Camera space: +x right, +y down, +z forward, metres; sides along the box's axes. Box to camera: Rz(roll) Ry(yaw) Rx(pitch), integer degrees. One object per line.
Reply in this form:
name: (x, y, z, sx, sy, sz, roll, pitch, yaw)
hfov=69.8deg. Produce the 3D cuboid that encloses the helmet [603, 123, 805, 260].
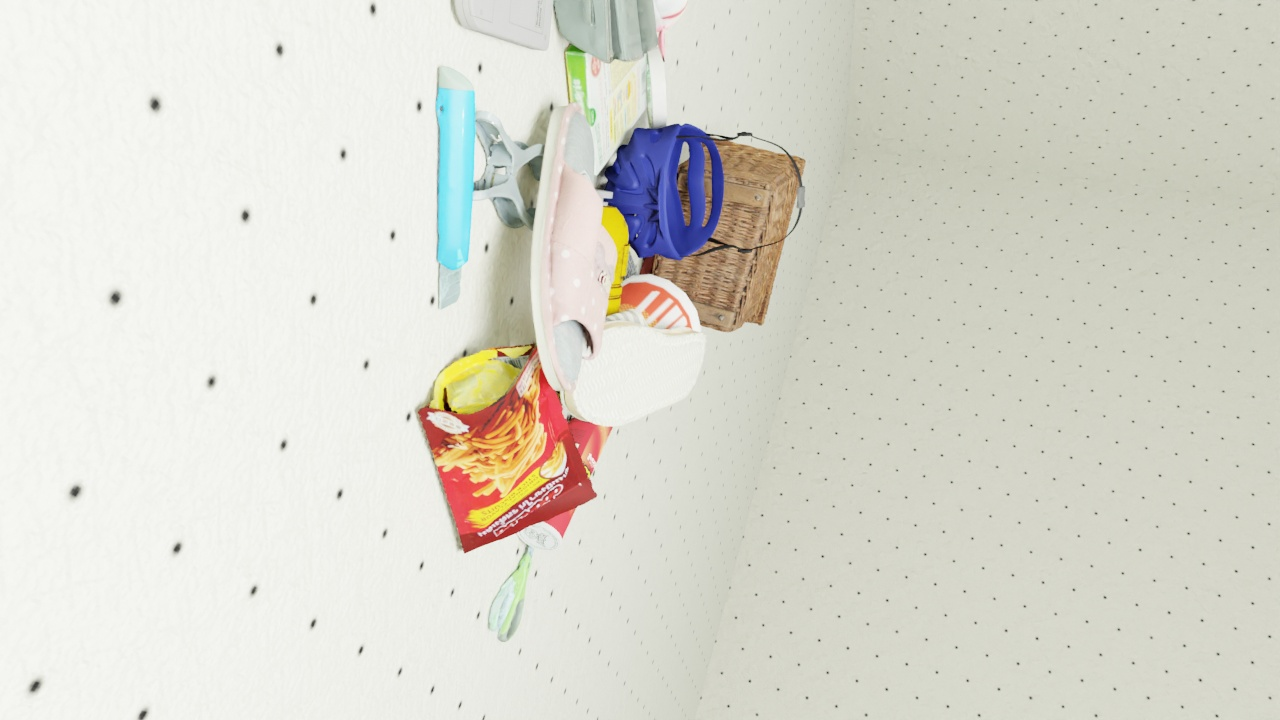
helmet: (0.071, -0.187, 1.017, 0.241, 0.228, 0.148, -52, 142, -67)

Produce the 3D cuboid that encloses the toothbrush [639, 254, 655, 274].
toothbrush: (0.028, -0.183, 1.270, 0.016, 0.016, 0.189, 76, 29, -66)

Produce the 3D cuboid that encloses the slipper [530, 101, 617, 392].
slipper: (-0.053, -0.104, 0.800, 0.114, 0.054, 0.274, 61, 28, -67)

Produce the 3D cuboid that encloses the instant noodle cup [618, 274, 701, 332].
instant noodle cup: (-0.011, -0.020, 1.073, 0.120, 0.123, 0.124, -46, 145, -50)

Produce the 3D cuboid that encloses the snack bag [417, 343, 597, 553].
snack bag: (-0.118, 0.083, 0.813, 0.138, 0.066, 0.208, -29, 139, -20)

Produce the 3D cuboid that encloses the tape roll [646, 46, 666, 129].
tape roll: (0.017, -0.314, 1.066, 0.094, 0.018, 0.094, 171, -87, -87)

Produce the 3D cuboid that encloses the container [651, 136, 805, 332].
container: (0.107, -0.160, 1.240, 0.182, 0.162, 0.250, -49, 153, -68)

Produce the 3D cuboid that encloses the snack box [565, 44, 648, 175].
snack box: (-0.031, -0.293, 0.959, 0.167, 0.027, 0.132, -63, 158, -44)

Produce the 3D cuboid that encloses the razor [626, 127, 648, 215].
razor: (-0.001, -0.215, 1.131, 0.043, 0.022, 0.144, 61, 43, -65)

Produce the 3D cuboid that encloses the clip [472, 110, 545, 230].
clip: (-0.111, -0.137, 0.786, 0.163, 0.028, 0.115, 13, 86, -74)

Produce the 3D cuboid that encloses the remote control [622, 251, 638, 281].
remote control: (-0.014, -0.107, 1.176, 0.137, 0.013, 0.033, 71, 34, -62)

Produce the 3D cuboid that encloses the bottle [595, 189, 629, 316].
bottle: (-0.050, -0.094, 0.953, 0.071, 0.071, 0.164, -31, 130, -70)

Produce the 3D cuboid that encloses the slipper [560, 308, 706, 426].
slipper: (-0.006, 0.005, 0.947, 0.272, 0.054, 0.114, -2, 104, -61)

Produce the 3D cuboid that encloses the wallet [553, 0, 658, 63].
wallet: (-0.037, -0.328, 0.782, 0.054, 0.100, 0.132, -42, 146, -28)

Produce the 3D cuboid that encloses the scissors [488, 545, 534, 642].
scissors: (-0.127, 0.230, 1.027, 0.093, 0.032, 0.174, 78, 31, -48)

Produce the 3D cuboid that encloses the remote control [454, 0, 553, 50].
remote control: (-0.104, -0.289, 0.716, 0.150, 0.019, 0.074, -34, 133, -70)

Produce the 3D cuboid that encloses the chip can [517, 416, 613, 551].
chip can: (-0.076, 0.114, 1.048, 0.052, 0.052, 0.214, 85, 22, -46)

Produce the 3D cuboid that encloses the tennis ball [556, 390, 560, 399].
tennis ball: (-0.107, 0.034, 0.854, 0.065, 0.065, 0.065, 12, 89, -74)

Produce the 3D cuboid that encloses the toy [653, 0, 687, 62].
toy: (-0.007, -0.392, 0.846, 0.213, 0.084, 0.141, 56, 12, -64)

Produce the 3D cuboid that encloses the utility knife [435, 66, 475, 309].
utility knife: (-0.143, -0.126, 0.697, 0.015, 0.031, 0.186, -135, -132, -60)
